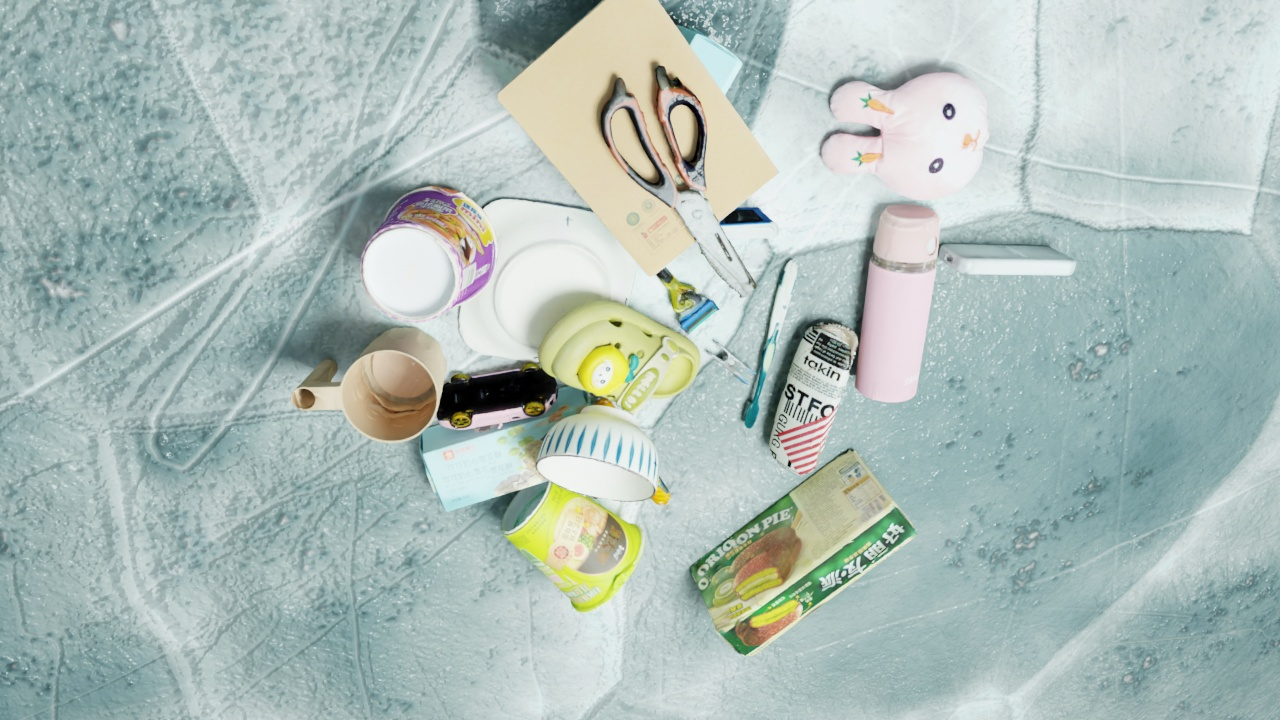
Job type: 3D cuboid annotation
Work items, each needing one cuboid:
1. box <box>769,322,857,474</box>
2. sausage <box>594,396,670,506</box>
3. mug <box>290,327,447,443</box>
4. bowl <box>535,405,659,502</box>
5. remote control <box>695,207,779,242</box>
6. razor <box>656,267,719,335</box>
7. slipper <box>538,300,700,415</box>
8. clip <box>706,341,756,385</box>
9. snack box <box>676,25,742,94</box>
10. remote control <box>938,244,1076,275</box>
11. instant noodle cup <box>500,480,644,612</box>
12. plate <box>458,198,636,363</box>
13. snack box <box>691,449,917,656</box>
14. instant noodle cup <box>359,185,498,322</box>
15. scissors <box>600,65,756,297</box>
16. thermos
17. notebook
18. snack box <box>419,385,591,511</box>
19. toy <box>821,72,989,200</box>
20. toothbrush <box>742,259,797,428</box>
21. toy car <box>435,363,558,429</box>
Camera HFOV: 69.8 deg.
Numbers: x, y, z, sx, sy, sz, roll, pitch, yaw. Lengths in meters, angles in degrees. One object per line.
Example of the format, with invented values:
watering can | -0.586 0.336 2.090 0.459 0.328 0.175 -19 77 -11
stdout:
box | 0.189 0.037 0.983 0.087 0.076 0.163 -20 128 -49
sausage | -0.008 0.100 0.982 0.021 0.021 0.165 -30 119 2
mug | -0.240 0.019 0.833 0.124 0.103 0.084 -2 105 -6
bowl | -0.036 0.084 0.871 0.116 0.066 0.117 11 155 5
remote control | 0.065 -0.128 0.871 0.125 0.049 0.024 -4 119 -11
razor | 0.021 -0.086 0.893 0.042 0.022 0.143 -42 122 2
slipper | -0.005 0.005 0.879 0.190 0.081 0.092 15 117 -43
clip | 0.094 0.001 0.957 0.058 0.026 0.038 36 92 -18
snack box | 0.017 -0.203 0.807 0.051 0.074 0.175 24 108 -23
remote control | 0.381 -0.104 0.954 0.136 0.056 0.020 0 114 -14
instant noodle cup | -0.078 0.184 0.964 0.123 0.111 0.112 42 101 -20
plate | -0.085 -0.066 0.874 0.164 0.034 0.164 6 115 -16
snack box | 0.178 0.215 1.030 0.240 0.114 0.063 -39 119 7
instant noodle cup | -0.187 -0.086 0.790 0.111 0.099 0.112 1 110 4
scissors | 0.053 -0.147 0.780 0.208 0.015 0.186 15 110 -20
thermos | 0.271 -0.061 0.950 0.087 0.067 0.199 -21 123 -39
notebook | 0.003 -0.187 0.764 0.148 0.008 0.207 -39 117 7
snack box | -0.129 0.087 0.929 0.175 0.051 0.074 -17 120 -5
toy | 0.255 -0.214 0.874 0.159 0.054 0.121 1 115 -5
toothbrush | 0.135 -0.015 0.964 0.016 0.018 0.192 6 112 -16
toy car | -0.140 0.038 0.897 0.122 0.056 0.037 -9 145 0
